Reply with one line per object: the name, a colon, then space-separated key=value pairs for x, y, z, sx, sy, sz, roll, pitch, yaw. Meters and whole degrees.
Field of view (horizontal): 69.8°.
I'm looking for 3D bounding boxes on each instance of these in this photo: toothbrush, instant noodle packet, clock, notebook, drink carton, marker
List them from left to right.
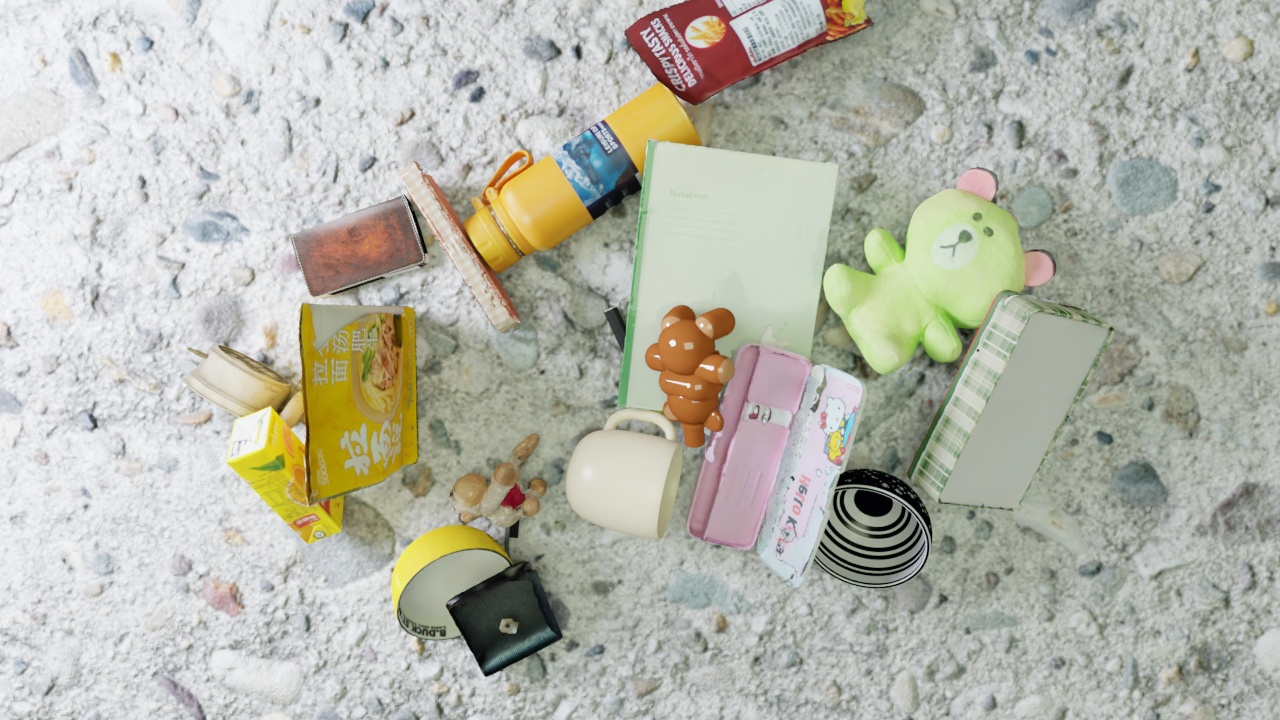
clock: x=-0.369 y=0.030 z=0.892 sx=0.141 sy=0.093 sz=0.054 roll=31 pitch=85 yaw=-8
drink carton: x=-0.334 y=0.112 z=0.871 sx=0.043 sy=0.058 sz=0.135 roll=-21 pitch=132 yaw=4
instant noodle packet: x=-0.261 y=0.031 z=0.820 sx=0.084 sy=0.221 sz=0.163 roll=1 pitch=93 yaw=-2
toothbrush: x=-0.135 y=0.232 z=0.927 sx=0.013 sy=0.013 sz=0.167 roll=5 pitch=92 yaw=-7
marker: x=-0.005 y=0.005 z=0.912 sx=0.018 sy=0.021 sz=0.124 roll=-25 pitch=89 yaw=47
notebook: x=0.081 y=-0.069 z=0.865 sx=0.182 sy=0.010 sz=0.253 roll=6 pitch=100 yaw=-5

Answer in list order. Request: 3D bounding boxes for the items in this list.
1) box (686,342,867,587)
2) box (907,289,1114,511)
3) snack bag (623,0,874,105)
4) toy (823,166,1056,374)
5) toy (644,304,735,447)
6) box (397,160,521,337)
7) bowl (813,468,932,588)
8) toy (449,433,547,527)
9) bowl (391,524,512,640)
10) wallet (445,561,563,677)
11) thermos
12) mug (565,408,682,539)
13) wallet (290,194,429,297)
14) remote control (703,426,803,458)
box: x=0.128 y=0.093 z=0.861 sx=0.146 sy=0.077 sz=0.202 roll=21 pitch=102 yaw=24
box: x=0.338 y=0.042 z=0.844 sx=0.117 sy=0.051 sz=0.206 roll=7 pitch=114 yaw=-27
snack bag: x=0.100 y=-0.319 z=0.865 sx=0.208 sy=0.067 sz=0.138 roll=-22 pitch=58 yaw=-6
toy: x=0.275 y=-0.074 z=0.866 sx=0.196 sy=0.107 sz=0.150 roll=-26 pitch=68 yaw=-7
toy: x=0.051 y=0.016 z=0.845 sx=0.095 sy=0.065 sz=0.128 roll=12 pitch=118 yaw=39
box: x=-0.174 y=-0.106 z=0.887 sx=0.041 sy=0.082 sz=0.187 roll=-32 pitch=89 yaw=1
bowl: x=0.219 y=0.151 z=0.880 sx=0.120 sy=0.066 sz=0.120 roll=11 pitch=122 yaw=18
toy: x=-0.143 y=0.125 z=0.902 sx=0.106 sy=0.085 sz=0.074 roll=-23 pitch=113 yaw=21
bowl: x=-0.187 y=0.205 z=0.890 sx=0.117 sy=0.067 sz=0.117 roll=-16 pitch=129 yaw=-22
wallet: x=-0.131 y=0.250 z=0.888 sx=0.089 sy=0.026 sz=0.115 roll=-24 pitch=127 yaw=-13
thermos: x=-0.061 y=-0.176 z=0.884 sx=0.233 sy=0.076 sz=0.091 roll=-33 pitch=55 yaw=3
mug: x=-0.017 y=0.103 z=0.880 sx=0.100 sy=0.096 sz=0.120 roll=11 pitch=77 yaw=12
wallet: x=-0.280 y=-0.112 z=0.916 sx=0.123 sy=0.019 sz=0.072 roll=-18 pitch=91 yaw=2
remote control: x=0.092 y=0.061 z=0.907 sx=0.143 sy=0.024 sz=0.049 roll=33 pitch=88 yaw=-4
